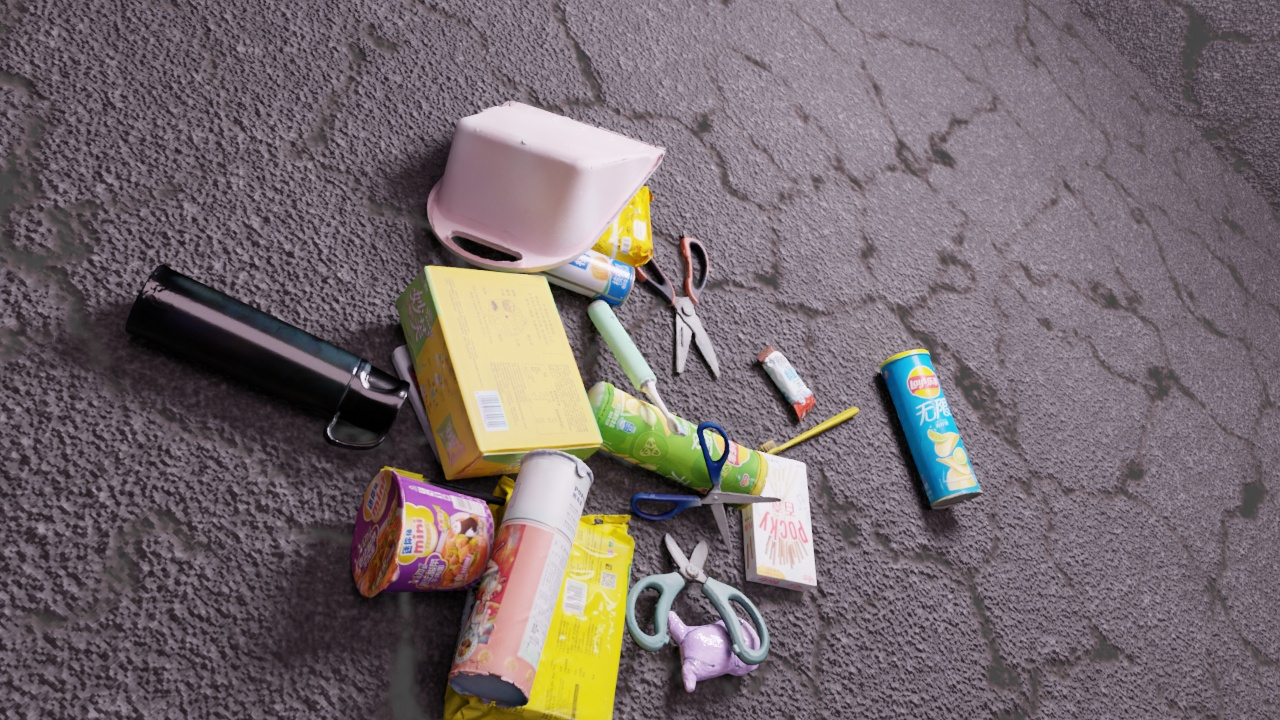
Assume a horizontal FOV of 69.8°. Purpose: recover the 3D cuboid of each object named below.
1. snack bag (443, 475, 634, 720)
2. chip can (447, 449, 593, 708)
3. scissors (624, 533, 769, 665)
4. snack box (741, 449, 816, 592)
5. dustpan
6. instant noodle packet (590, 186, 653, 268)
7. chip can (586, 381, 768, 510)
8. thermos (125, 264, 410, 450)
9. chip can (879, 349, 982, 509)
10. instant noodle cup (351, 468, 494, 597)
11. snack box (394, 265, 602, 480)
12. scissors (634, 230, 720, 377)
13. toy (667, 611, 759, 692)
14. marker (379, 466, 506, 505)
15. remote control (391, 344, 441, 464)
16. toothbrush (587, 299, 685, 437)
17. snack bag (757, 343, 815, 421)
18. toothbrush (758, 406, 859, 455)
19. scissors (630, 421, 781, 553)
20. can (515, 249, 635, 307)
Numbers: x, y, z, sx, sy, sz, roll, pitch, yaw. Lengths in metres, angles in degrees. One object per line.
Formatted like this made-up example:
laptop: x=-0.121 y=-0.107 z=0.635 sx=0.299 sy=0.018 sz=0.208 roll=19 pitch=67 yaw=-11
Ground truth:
snack bag: x=-0.084 y=0.241 z=0.865 sx=0.158 sy=0.068 sz=0.245 roll=21 pitch=53 yaw=-21
chip can: x=-0.100 y=0.184 z=0.796 sx=0.071 sy=0.071 sz=0.214 roll=28 pitch=50 yaw=-16
scissors: x=0.068 y=0.257 z=0.949 sx=0.181 sy=0.019 sz=0.169 roll=29 pitch=35 yaw=8
snack box: x=0.160 y=0.187 z=1.080 sx=0.084 sy=0.027 sz=0.156 roll=16 pitch=55 yaw=-24
dustpan: x=-0.125 y=-0.205 z=1.089 sx=0.223 sy=0.139 sz=0.272 roll=22 pitch=23 yaw=14
instant noodle packet: x=-0.039 y=-0.173 z=1.150 sx=0.110 sy=0.044 sz=0.128 roll=9 pitch=55 yaw=-11
chip can: x=0.033 y=0.095 z=1.022 sx=0.221 sy=0.073 sz=0.072 roll=25 pitch=52 yaw=-17
thermos: x=-0.339 y=0.004 z=0.841 sx=0.242 sy=0.069 sz=0.089 roll=27 pitch=47 yaw=-16
chip can: x=0.395 y=0.093 z=1.254 sx=0.071 sy=0.071 sz=0.210 roll=1 pitch=63 yaw=-32
instant noodle cup: x=-0.193 y=0.160 z=0.825 sx=0.099 sy=0.112 sz=0.111 roll=17 pitch=55 yaw=-35
snack box: x=-0.145 y=0.011 z=0.942 sx=0.157 sy=0.070 sz=0.210 roll=0 pitch=61 yaw=-45
scissors: x=0.051 y=-0.082 z=1.178 sx=0.226 sy=0.015 sz=0.188 roll=47 pitch=49 yaw=-1
toy: x=0.079 y=0.297 z=0.954 sx=0.107 sy=0.039 sz=0.083 roll=2 pitch=54 yaw=-30
marker: x=-0.188 y=0.121 z=0.874 sx=0.124 sy=0.018 sz=0.015 roll=12 pitch=77 yaw=1
remote control: x=-0.205 y=0.041 z=0.938 sx=0.055 sy=0.020 sz=0.136 roll=-17 pitch=74 yaw=-37
toothbrush: x=-0.006 y=0.006 z=1.022 sx=0.027 sy=0.026 sz=0.224 roll=27 pitch=22 yaw=-45
snack bag: x=0.190 y=0.027 z=1.193 sx=0.104 sy=0.026 sz=0.048 roll=53 pitch=43 yaw=6
toothbrush: x=0.219 y=0.090 z=1.182 sx=0.189 sy=0.016 sz=0.016 roll=-18 pitch=68 yaw=-38
scissors: x=0.070 y=0.146 z=1.003 sx=0.162 sy=0.173 sz=0.012 roll=-16 pitch=25 yaw=-2
can: x=-0.077 y=-0.110 z=1.087 sx=0.134 sy=0.053 sz=0.053 roll=19 pitch=54 yaw=-22
